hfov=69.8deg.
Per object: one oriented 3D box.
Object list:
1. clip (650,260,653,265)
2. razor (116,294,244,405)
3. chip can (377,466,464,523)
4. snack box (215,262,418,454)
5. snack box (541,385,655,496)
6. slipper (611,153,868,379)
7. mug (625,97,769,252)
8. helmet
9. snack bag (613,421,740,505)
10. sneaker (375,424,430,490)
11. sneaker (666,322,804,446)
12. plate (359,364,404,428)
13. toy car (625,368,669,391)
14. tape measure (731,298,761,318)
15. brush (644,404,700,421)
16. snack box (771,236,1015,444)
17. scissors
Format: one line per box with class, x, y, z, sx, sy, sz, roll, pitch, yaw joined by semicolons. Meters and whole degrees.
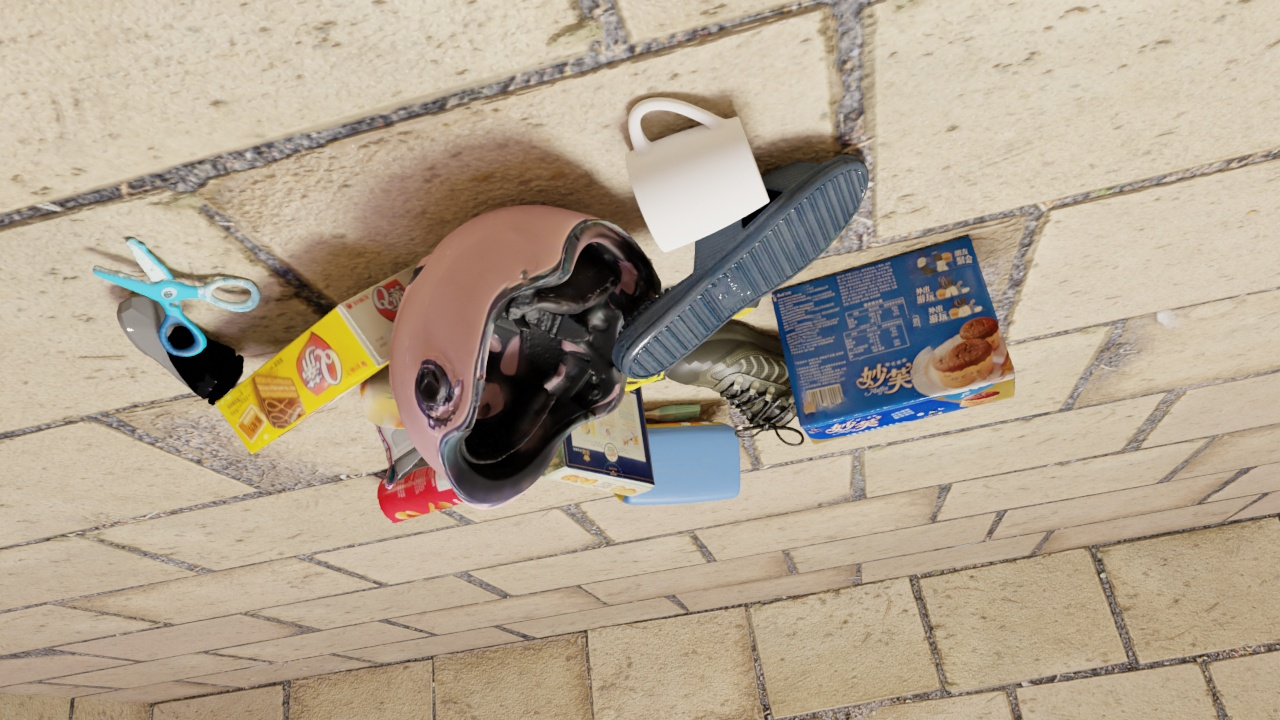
clip;-0.013;-0.072;0.881;0.049;0.023;0.078;4;151;-23
razor;-0.426;-0.013;0.849;0.060;0.057;0.156;12;156;27
chip can;-0.254;0.164;1.259;0.233;0.073;0.073;-19;153;24
snack box;-0.285;0.002;0.844;0.231;0.061;0.109;-28;-170;37
snack box;-0.052;0.070;1.027;0.043;0.144;0.144;-26;150;35
slipper;0.069;-0.094;0.763;0.263;0.082;0.101;-40;154;1
mug;0.038;-0.148;0.683;0.088;0.080;0.114;-20;122;12
helmet;-0.113;-0.012;0.755;0.229;0.152;0.256;-19;132;-60
snack bag;0.031;0.133;1.255;0.159;0.102;0.205;-2;-179;-14
sneaker;-0.173;0.080;1.036;0.262;0.128;0.097;0;157;-24
sneaker;0.128;0.043;1.028;0.237;0.142;0.101;5;153;-25
plate;-0.182;0.026;0.917;0.186;0.016;0.187;-4;-164;-19
toy car;-0.006;0.006;0.996;0.030;0.049;0.107;-12;174;-36
tape measure;0.089;-0.073;0.858;0.037;0.065;0.064;0;150;-27
brush;-0.029;0.076;1.211;0.217;0.012;0.033;-5;156;-3
snack box;0.249;-0.017;0.920;0.203;0.154;0.069;-16;154;16
scissors;-0.404;-0.048;0.780;0.114;0.013;0.140;-49;144;16
